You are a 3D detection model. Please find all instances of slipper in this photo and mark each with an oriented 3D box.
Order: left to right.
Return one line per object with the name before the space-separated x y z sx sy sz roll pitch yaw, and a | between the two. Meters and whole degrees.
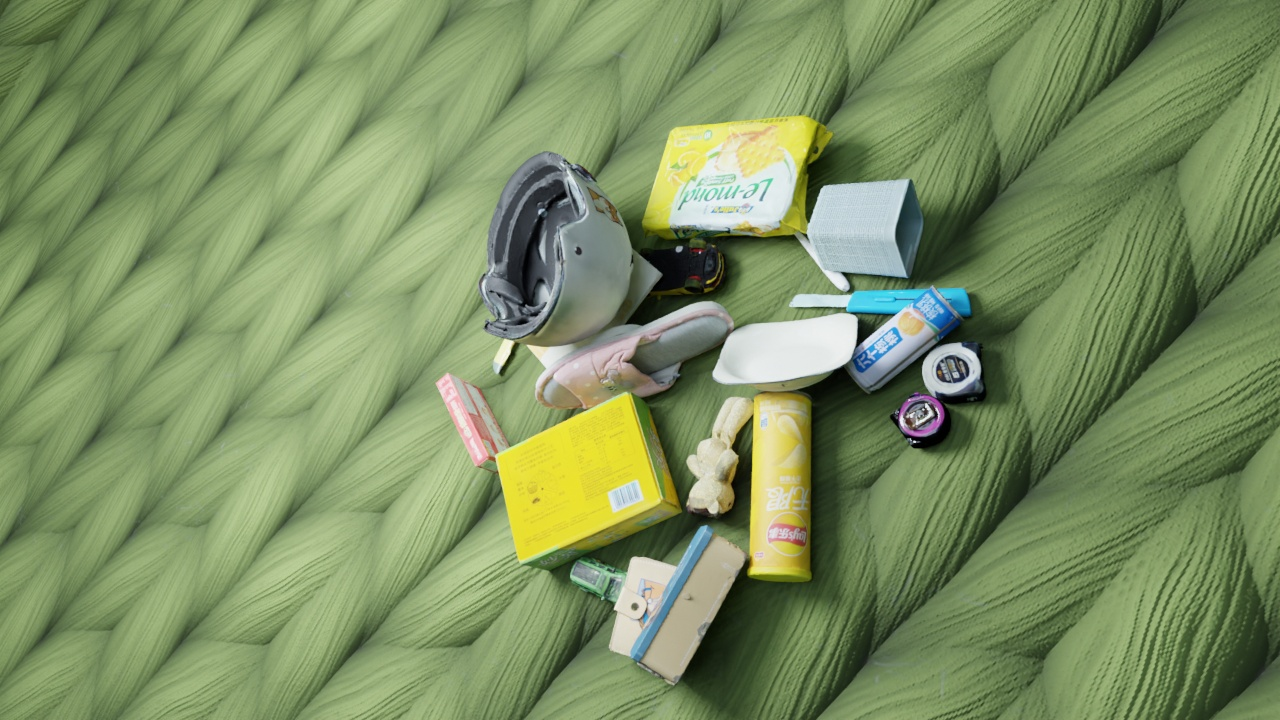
slipper | -0.007 0.007 1.172 0.275 0.114 0.054 -23 53 10

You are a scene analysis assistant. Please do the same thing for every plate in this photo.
plate | 0.175 -0.004 1.085 0.164 0.034 0.163 -6 25 20

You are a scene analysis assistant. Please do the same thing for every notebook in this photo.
notebook | -0.072 -0.073 1.268 0.206 0.010 0.146 -52 50 9

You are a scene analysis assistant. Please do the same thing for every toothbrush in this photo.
toothbrush | 0.211 -0.151 1.173 0.016 0.016 0.180 -40 59 10

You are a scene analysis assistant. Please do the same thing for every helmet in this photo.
helmet | -0.097 -0.131 1.199 0.231 0.156 0.273 -50 35 28

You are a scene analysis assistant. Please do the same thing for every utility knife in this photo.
utility knife | -0.164 -0.079 1.334 0.031 0.022 0.216 24 89 48
utility knife | 0.285 -0.070 1.105 0.219 0.018 0.034 2 73 29

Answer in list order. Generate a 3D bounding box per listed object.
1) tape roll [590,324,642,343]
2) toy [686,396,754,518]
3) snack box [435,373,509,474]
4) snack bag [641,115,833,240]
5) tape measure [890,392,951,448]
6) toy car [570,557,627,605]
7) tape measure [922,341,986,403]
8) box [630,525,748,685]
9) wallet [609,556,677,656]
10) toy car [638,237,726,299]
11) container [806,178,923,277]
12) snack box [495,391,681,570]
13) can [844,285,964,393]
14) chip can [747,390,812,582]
tape roll | -0.027 -0.018 1.203 0.086 0.085 0.014 -27 60 16
toy | 0.100 0.115 1.109 0.105 0.066 0.157 -7 60 60
snack box | -0.226 0.089 1.271 0.025 0.075 0.153 -39 59 10
snack bag | 0.123 -0.233 1.204 0.247 0.068 0.157 5 71 37
tape measure | 0.315 0.066 1.023 0.058 0.039 0.057 -34 59 12
toy car | -0.045 0.273 1.134 0.091 0.036 0.043 16 78 27
tape measure | 0.351 0.014 1.029 0.066 0.033 0.065 -6 67 23
box | 0.057 0.269 1.037 0.062 0.090 0.184 29 77 3
wallet | 0.013 0.297 1.090 0.087 0.024 0.115 14 79 6
toy car | 0.042 -0.120 1.232 0.156 0.041 0.071 -3 70 36
container | 0.268 -0.157 1.099 0.112 0.090 0.090 5 60 32
snack box | -0.069 0.155 1.169 0.210 0.070 0.157 -27 61 16
can | 0.298 -0.022 1.048 0.135 0.053 0.053 -42 58 18
chip can | 0.163 0.144 1.055 0.072 0.072 0.213 -4 69 26
